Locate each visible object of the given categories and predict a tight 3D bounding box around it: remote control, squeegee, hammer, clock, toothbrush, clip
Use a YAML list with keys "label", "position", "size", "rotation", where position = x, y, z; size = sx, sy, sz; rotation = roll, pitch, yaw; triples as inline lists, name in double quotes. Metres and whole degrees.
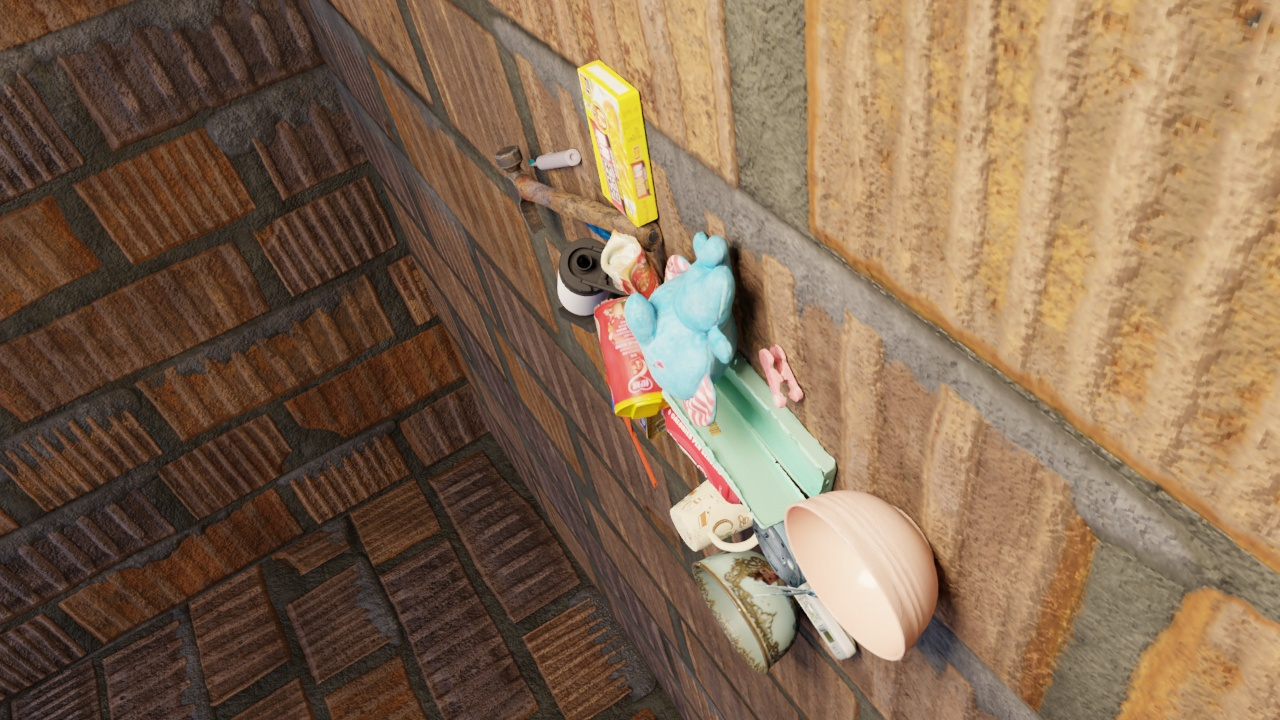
- label: "remote control"
  position: [0.206, 0.285, 1.071]
  size: [0.133, 0.022, 0.050]
  rotation: [56, 164, 17]
- label: "squeegee"
  position: [-0.006, 0.006, 1.085]
  size: [0.249, 0.055, 0.185]
  rotation: [-118, 39, -58]
- label: "hammer"
  position: [-0.072, -0.173, 1.080]
  size: [0.330, 0.033, 0.120]
  rotation: [31, 150, 51]
- label: "clock"
  position: [0.162, 0.185, 0.970]
  size: [0.088, 0.051, 0.125]
  rotation: [56, 163, 33]
- label: "toothbrush"
  position: [-0.048, -0.158, 1.103]
  size: [0.132, 0.016, 0.021]
  rotation: [48, 149, 37]
- label: "toothbrush"
  position: [-0.112, -0.248, 1.141]
  size: [0.019, 0.018, 0.188]
  rotation: [64, 165, -18]
- label: "remote control"
  position: [-0.067, -0.067, 1.249]
  size: [0.133, 0.058, 0.013]
  rotation: [30, 146, 65]
- label: "clip"
  position: [0.131, 0.014, 0.835]
  size: [0.023, 0.043, 0.060]
  rotation: [163, 106, -72]

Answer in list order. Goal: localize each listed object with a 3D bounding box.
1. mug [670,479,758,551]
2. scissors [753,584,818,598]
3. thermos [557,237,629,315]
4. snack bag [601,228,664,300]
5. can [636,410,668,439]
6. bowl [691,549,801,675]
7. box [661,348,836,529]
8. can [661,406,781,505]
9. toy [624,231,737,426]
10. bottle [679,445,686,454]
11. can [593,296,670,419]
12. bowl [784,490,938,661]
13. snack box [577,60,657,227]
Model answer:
- label: "mug"
  position: [0.101, 0.188, 1.089]
  size: [0.122, 0.097, 0.081]
  rotation: [41, 156, 51]
- label: "scissors"
  position: [0.180, 0.245, 0.956]
  size: [0.117, 0.130, 0.014]
  rotation: [46, -142, -53]
- label: "thermos"
  position: [-0.051, -0.094, 1.104]
  size: [0.101, 0.068, 0.230]
  rotation: [18, 176, -3]
- label: "snack bag"
  position: [0.009, -0.071, 0.961]
  size: [0.155, 0.044, 0.087]
  rotation: [49, -154, -54]
- label: "can"
  position: [0.016, 0.053, 1.208]
  size: [0.059, 0.054, 0.100]
  rotation: [54, 163, 29]
- label: "bowl"
  position: [0.147, 0.297, 1.147]
  size: [0.160, 0.093, 0.160]
  rotation: [54, 164, 23]
- label: "box"
  position: [0.098, 0.076, 0.910]
  size: [0.188, 0.091, 0.077]
  rotation: [52, 164, 29]
- label: "can"
  position: [0.087, 0.088, 0.998]
  size: [0.142, 0.074, 0.074]
  rotation: [49, 161, 36]
- label: "toy"
  position: [0.042, -0.039, 0.845]
  size: [0.181, 0.115, 0.183]
  rotation: [101, 164, -61]
- label: "bottle"
  position: [0.072, 0.089, 1.116]
  size: [0.042, 0.042, 0.110]
  rotation: [58, 166, 11]
- label: "can"
  position: [-0.007, -0.004, 0.999]
  size: [0.067, 0.066, 0.124]
  rotation: [112, 147, -71]
- label: "bowl"
  position: [0.199, 0.170, 0.784]
  size: [0.153, 0.076, 0.153]
  rotation: [53, 163, 24]
- label: "snack box"
  position: [-0.021, -0.210, 0.901]
  size: [0.075, 0.025, 0.152]
  rotation: [49, 161, 38]
